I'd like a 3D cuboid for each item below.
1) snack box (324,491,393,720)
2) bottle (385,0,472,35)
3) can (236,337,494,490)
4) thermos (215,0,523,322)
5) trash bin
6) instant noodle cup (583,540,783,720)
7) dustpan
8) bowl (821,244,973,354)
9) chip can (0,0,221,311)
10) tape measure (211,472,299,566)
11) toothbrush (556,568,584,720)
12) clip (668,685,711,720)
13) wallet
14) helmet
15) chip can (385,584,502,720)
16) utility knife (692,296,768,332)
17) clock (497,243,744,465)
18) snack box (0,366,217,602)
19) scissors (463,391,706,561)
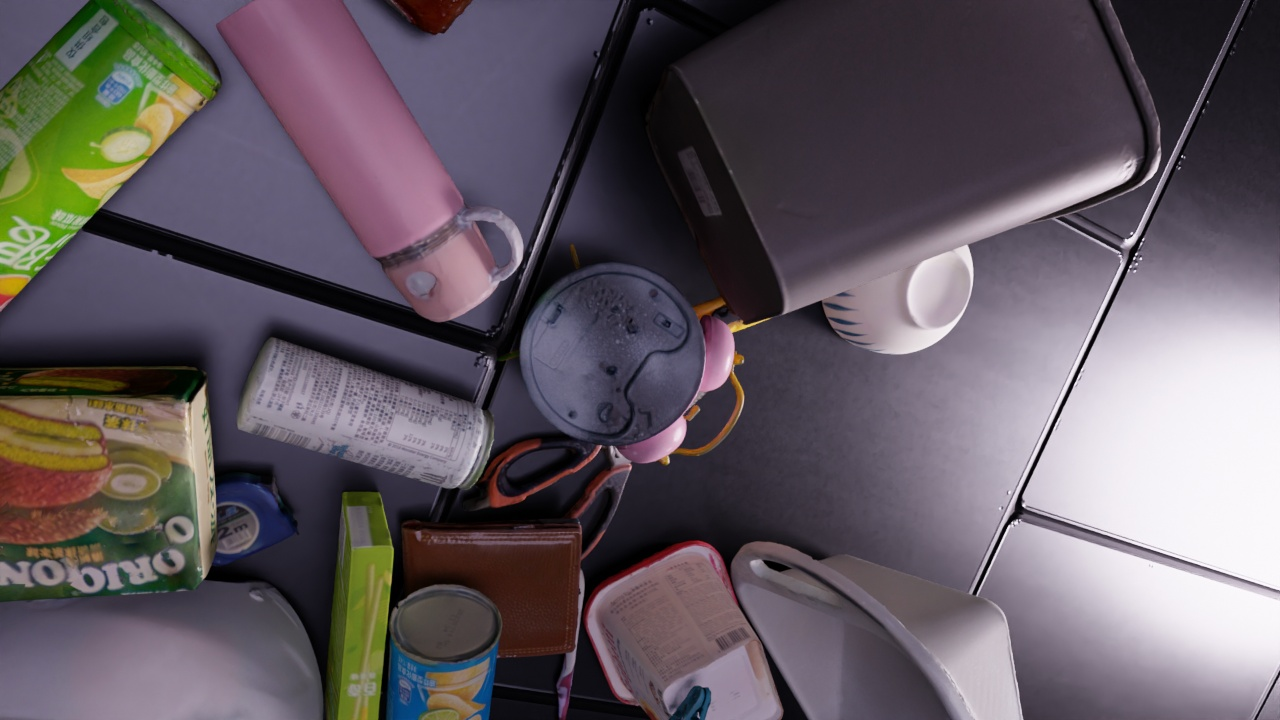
[{"bbox_3d":[-0.183,0.172,0.590,0.026,0.086,0.156,4,103,-23],"label":"snack box"},{"bbox_3d":[-0.171,-0.261,0.480,0.206,0.060,0.060,38,89,-24],"label":"bottle"},{"bbox_3d":[-0.168,0.036,0.569,0.146,0.058,0.058,21,97,-26],"label":"can"},{"bbox_3d":[-0.144,-0.118,0.522,0.087,0.067,0.198,-20,115,23],"label":"thermos"},{"bbox_3d":[0.136,-0.139,0.558,0.219,0.199,0.198,-25,91,-5],"label":"trash bin"},{"bbox_3d":[0.034,0.213,0.665,0.116,0.124,0.116,-24,113,-13],"label":"instant noodle cup"},{"bbox_3d":[0.163,0.247,0.681,0.142,0.223,0.258,-9,98,-32],"label":"dustpan"},{"bbox_3d":[0.200,-0.057,0.682,0.116,0.066,0.116,-6,108,-20],"label":"bowl"},{"bbox_3d":[-0.312,-0.093,0.467,0.221,0.072,0.072,-47,116,-2],"label":"chip can"},{"bbox_3d":[-0.251,0.097,0.573,0.058,0.025,0.054,-24,111,-10],"label":"tape measure"},{"bbox_3d":[-0.061,0.243,0.699,0.017,0.016,0.188,5,104,-13],"label":"toothbrush"},{"bbox_3d":[0.030,0.235,0.593,0.034,0.013,0.055,25,99,-26],"label":"clip"},{"bbox_3d":[-0.102,0.156,0.637,0.124,0.032,0.101,0,109,-10],"label":"wallet"},{"bbox_3d":[-0.317,0.244,0.524,0.258,0.146,0.229,9,102,-23],"label":"helmet"},{"bbox_3d":[-0.137,0.254,0.615,0.071,0.071,0.211,0,118,-22],"label":"chip can"},{"bbox_3d":[0.067,-0.037,0.641,0.218,0.015,0.033,-20,101,-3],"label":"utility knife"},{"bbox_3d":[-0.004,0.003,0.604,0.158,0.060,0.117,33,95,-7],"label":"clock"},{"bbox_3d":[-0.358,0.065,0.487,0.240,0.063,0.114,-1,106,-15],"label":"snack box"},{"bbox_3d":[-0.028,0.063,0.656,0.213,0.015,0.197,0,105,-21],"label":"scissors"}]
